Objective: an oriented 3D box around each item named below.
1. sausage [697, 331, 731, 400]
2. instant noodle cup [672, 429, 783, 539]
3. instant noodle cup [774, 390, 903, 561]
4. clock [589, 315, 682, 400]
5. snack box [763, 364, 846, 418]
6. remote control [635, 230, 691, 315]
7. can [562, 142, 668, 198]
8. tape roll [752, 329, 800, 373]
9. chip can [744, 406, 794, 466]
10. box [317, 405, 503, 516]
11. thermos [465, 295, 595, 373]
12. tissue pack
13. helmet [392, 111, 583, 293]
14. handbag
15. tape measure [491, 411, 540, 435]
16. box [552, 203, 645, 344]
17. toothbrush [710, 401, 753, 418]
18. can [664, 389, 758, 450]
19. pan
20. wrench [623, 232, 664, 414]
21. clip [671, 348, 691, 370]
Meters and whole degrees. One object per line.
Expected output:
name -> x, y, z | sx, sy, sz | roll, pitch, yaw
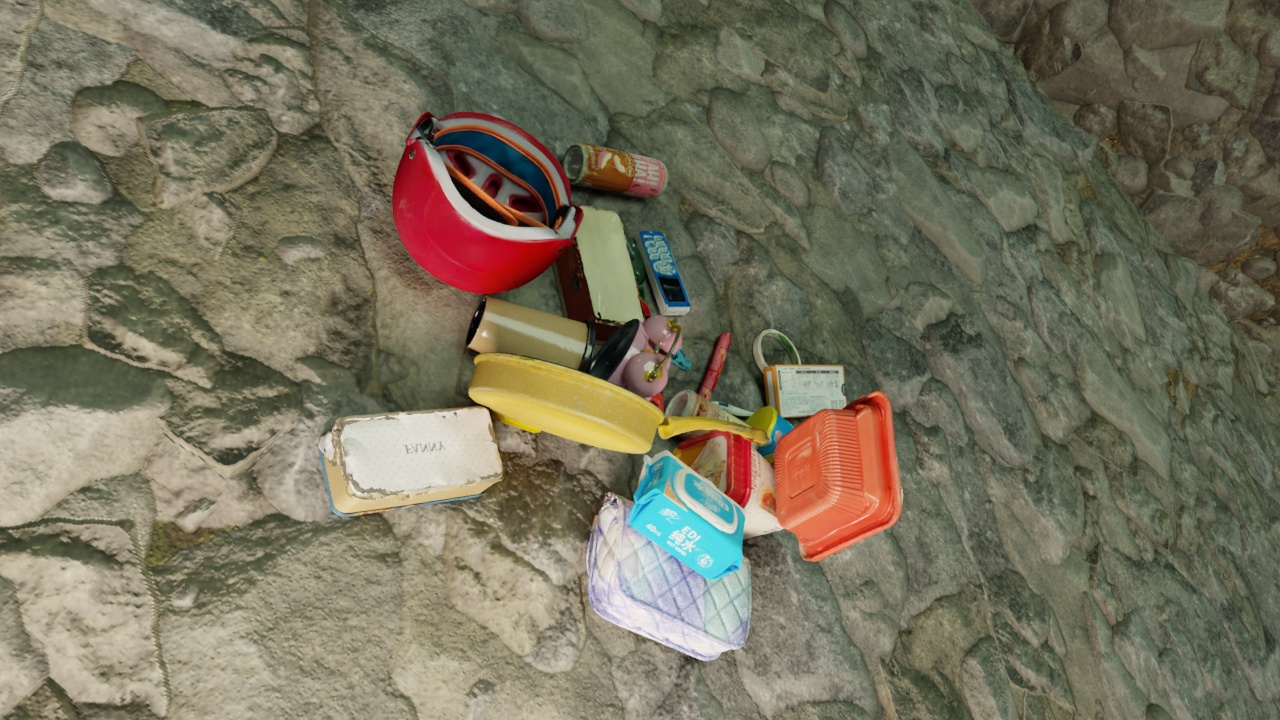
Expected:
sausage -> 0.100, 0.012, 1.245 | 0.020, 0.020, 0.155 | 39, 46, -16
instant noodle cup -> 0.109, 0.157, 1.109 | 0.124, 0.117, 0.116 | 35, 46, -37
instant noodle cup -> 0.217, 0.133, 1.068 | 0.079, 0.189, 0.164 | 14, 57, -20
clock -> -0.006, 0.006, 1.058 | 0.060, 0.159, 0.117 | 36, 48, -15
snack box -> 0.241, 0.045, 1.326 | 0.153, 0.026, 0.075 | 1, 82, -40
remote control -> 0.029, -0.120, 1.260 | 0.049, 0.024, 0.125 | -3, 67, -41
can -> -0.034, -0.261, 1.266 | 0.147, 0.058, 0.058 | 2, 64, -39
tape roll -> 0.200, -0.005, 1.344 | 0.085, 0.014, 0.085 | 20, 54, -31
chip can -> 0.229, 0.149, 1.235 | 0.210, 0.071, 0.071 | 37, 47, -17
box -> -0.216, 0.095, 0.901 | 0.184, 0.060, 0.089 | 1, 65, -42
thermos -> -0.119, -0.018, 1.034 | 0.143, 0.093, 0.092 | 21, 53, -20
tissue pack -> 0.052, 0.164, 0.983 | 0.140, 0.063, 0.089 | 38, 25, -9
helmet -> -0.182, -0.168, 1.029 | 0.207, 0.144, 0.239 | 30, 29, -15
handbag -> 0.031, 0.240, 1.011 | 0.194, 0.076, 0.134 | 31, 44, -24
tape measure -> -0.134, 0.048, 1.014 | 0.060, 0.029, 0.057 | 22, 70, -30
box -> -0.051, -0.111, 1.149 | 0.091, 0.076, 0.168 | 3, 64, -38
toothbrush -> 0.167, 0.084, 1.262 | 0.191, 0.016, 0.018 | 18, 65, -32
can -> 0.090, 0.087, 1.162 | 0.116, 0.059, 0.058 | 31, 49, -22
pan -> -0.007, 0.057, 0.959 | 0.357, 0.198, 0.078 | 24, 76, -29
wrench -> -0.002, -0.050, 1.197 | 0.056, 0.016, 0.273 | 8, 61, -38
clip -> 0.049, -0.005, 1.210 | 0.054, 0.033, 0.013 | 39, 47, -35
